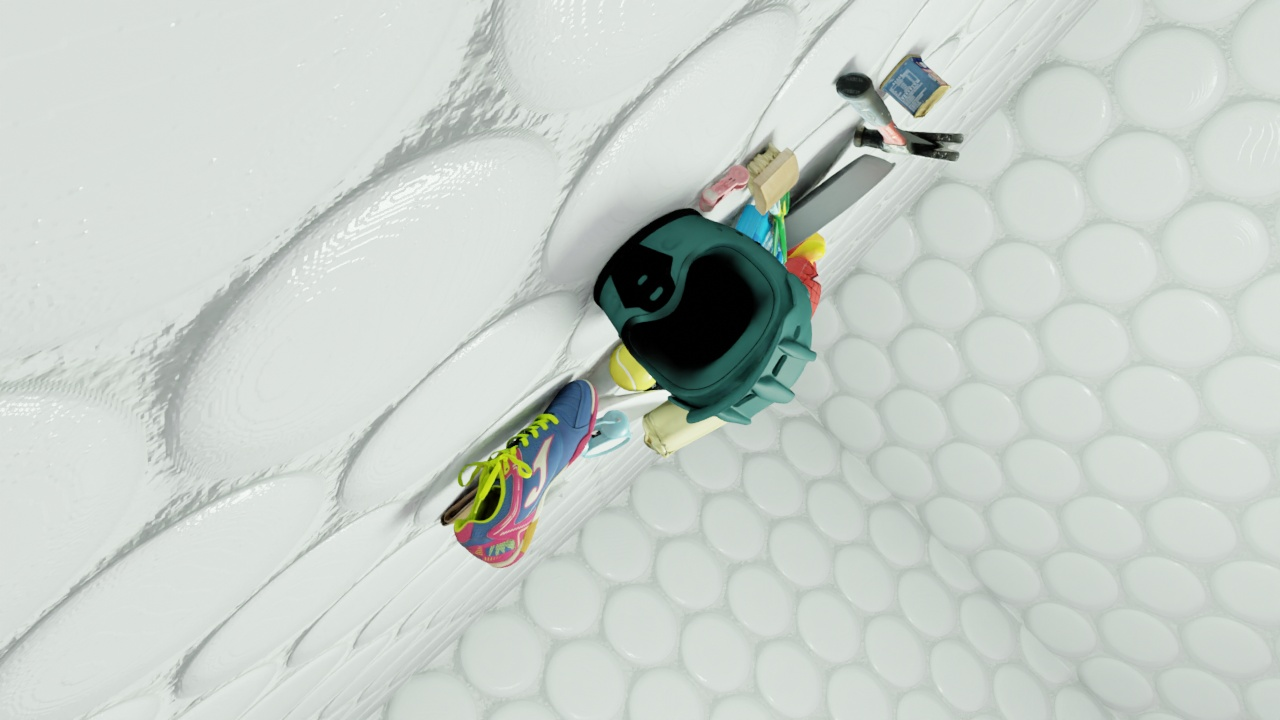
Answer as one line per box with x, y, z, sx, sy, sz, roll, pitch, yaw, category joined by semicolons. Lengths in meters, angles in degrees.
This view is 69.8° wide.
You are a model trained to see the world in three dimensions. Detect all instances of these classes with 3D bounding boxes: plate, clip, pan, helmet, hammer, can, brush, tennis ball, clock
-0.069;0.077;1.221;0.229;0.030;0.229;-23;169;-5;plate
0.079;-0.167;0.884;0.060;0.023;0.044;-40;174;10;clip
0.217;-0.187;1.320;0.200;0.051;0.358;-43;-173;-40;pan
0.074;-0.031;0.895;0.177;0.200;0.274;-46;171;13;helmet
0.290;-0.281;1.072;0.325;0.141;0.036;-4;107;-65;hammer
0.347;-0.344;1.154;0.054;0.059;0.099;-50;171;30;can
0.137;-0.191;0.967;0.049;0.039;0.117;-44;172;3;brush
-0.007;0.007;1.152;0.065;0.065;0.065;-43;171;-8;tennis ball
-0.053;0.089;1.138;0.087;0.042;0.123;-26;164;8;clock
-0.163;0.194;1.289;0.120;0.061;0.158;-36;178;31;clock

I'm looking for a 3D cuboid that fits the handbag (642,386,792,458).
0.107;0.054;1.320;0.233;0.088;0.191;-29;-178;4;handbag

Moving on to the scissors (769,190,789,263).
0.163;-0.171;1.081;0.130;0.011;0.125;55;40;-57;scissors

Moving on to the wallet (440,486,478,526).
-0.187;0.164;1.167;0.121;0.027;0.098;-38;170;19;wallet

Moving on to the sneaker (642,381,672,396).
0.099;-0.048;1.322;0.253;0.097;0.150;-44;177;7;sneaker

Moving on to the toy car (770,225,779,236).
0.152;-0.161;1.197;0.042;0.036;0.091;-43;-179;4;toy car

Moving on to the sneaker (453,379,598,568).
-0.126;0.109;1.028;0.116;0.091;0.241;-6;-131;47;sneaker

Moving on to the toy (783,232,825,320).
0.236;-0.118;1.437;0.215;0.099;0.148;-61;157;-57;toy

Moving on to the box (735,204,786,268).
0.130;-0.058;1.144;0.170;0.070;0.244;-41;143;-8;box
